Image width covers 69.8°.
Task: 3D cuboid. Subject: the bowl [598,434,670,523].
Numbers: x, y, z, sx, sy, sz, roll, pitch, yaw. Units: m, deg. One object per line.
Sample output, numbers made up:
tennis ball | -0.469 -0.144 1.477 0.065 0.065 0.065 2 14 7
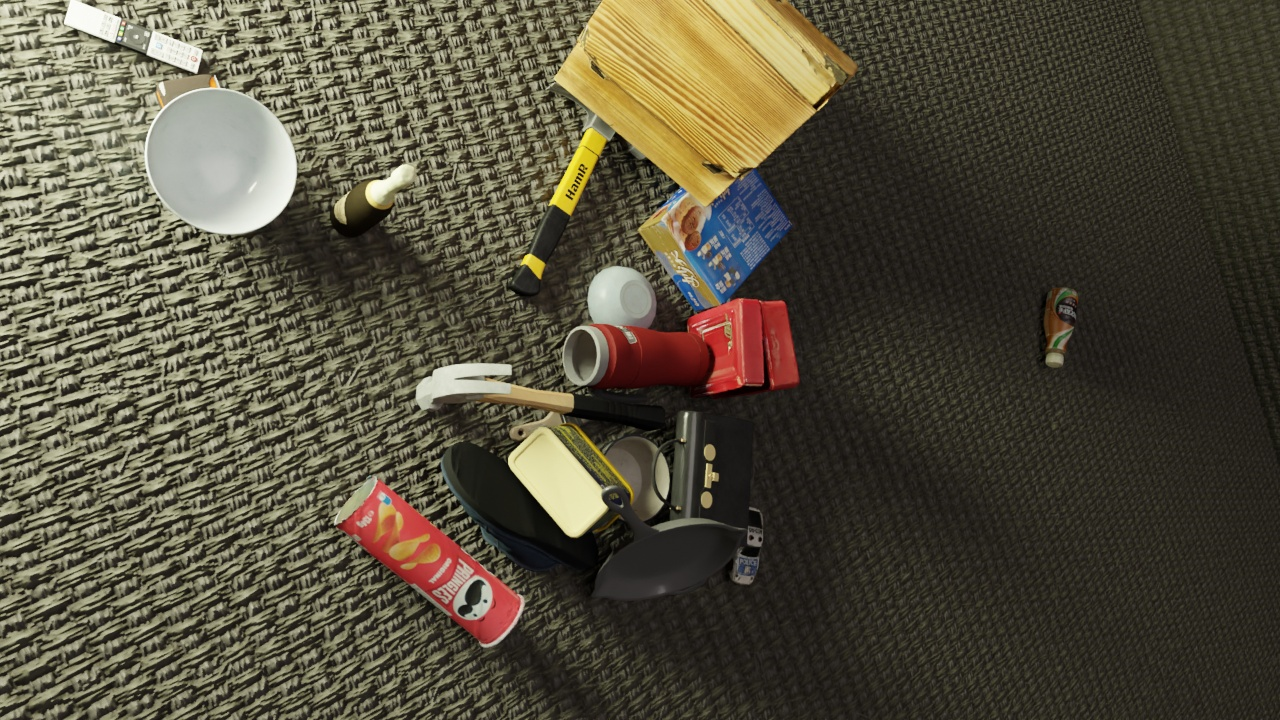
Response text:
bowl | -0.023 0.157 1.211 0.115 0.059 0.115 6 79 -35

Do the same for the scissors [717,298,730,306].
scissors | 0.131 -0.031 1.378 0.095 0.015 0.142 27 74 -29

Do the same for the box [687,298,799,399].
box | 0.139 -0.012 1.283 0.097 0.158 0.129 -3 85 -26

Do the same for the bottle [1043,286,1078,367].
bottle | 0.855 -0.067 1.877 0.059 0.059 0.167 27 69 -30

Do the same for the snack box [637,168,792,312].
snack box | 0.114 -0.196 1.357 0.155 0.069 0.202 53 57 -18

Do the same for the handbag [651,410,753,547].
handbag | 0.071 0.155 1.233 0.195 0.072 0.175 21 70 -53

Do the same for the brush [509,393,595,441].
brush | -0.105 0.076 1.194 0.150 0.012 0.039 -19 94 -35

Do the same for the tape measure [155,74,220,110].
tape measure | -0.471 -0.275 0.954 0.058 0.059 0.038 -22 94 -27

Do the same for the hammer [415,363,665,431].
hammer | -0.104 0.052 1.136 0.327 0.131 0.039 12 71 -38

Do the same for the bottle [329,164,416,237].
bottle | -0.286 -0.176 0.994 0.045 0.185 0.045 6 79 -35

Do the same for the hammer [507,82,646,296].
hammer | -0.101 -0.227 1.234 0.169 0.034 0.323 33 67 -26

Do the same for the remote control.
remote control | -0.525 -0.334 0.954 0.124 0.012 0.028 16 74 -33

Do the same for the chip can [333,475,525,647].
chip can | -0.238 0.229 1.040 0.233 0.073 0.073 46 60 -20

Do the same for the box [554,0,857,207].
box | 0.097 -0.407 1.167 0.279 0.337 0.285 39 57 -12

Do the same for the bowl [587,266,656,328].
bowl | -0.018 -0.081 1.263 0.106 0.039 0.106 6 79 -35

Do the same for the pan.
pan | 0.014 0.221 1.128 0.355 0.216 0.024 60 8 -55

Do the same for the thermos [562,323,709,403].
thermos | -0.007 0.007 1.230 0.198 0.084 0.108 2 117 -42

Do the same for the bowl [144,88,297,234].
bowl | -0.440 -0.203 0.948 0.143 0.074 0.144 -7 101 -39

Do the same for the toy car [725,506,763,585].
toy car | 0.156 0.269 1.335 0.048 0.041 0.112 16 74 -32

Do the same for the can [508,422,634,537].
can | -0.083 0.143 1.106 0.075 0.104 0.135 -44 78 8

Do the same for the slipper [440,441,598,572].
slipper | -0.157 0.194 1.092 0.265 0.084 0.108 42 22 -44
